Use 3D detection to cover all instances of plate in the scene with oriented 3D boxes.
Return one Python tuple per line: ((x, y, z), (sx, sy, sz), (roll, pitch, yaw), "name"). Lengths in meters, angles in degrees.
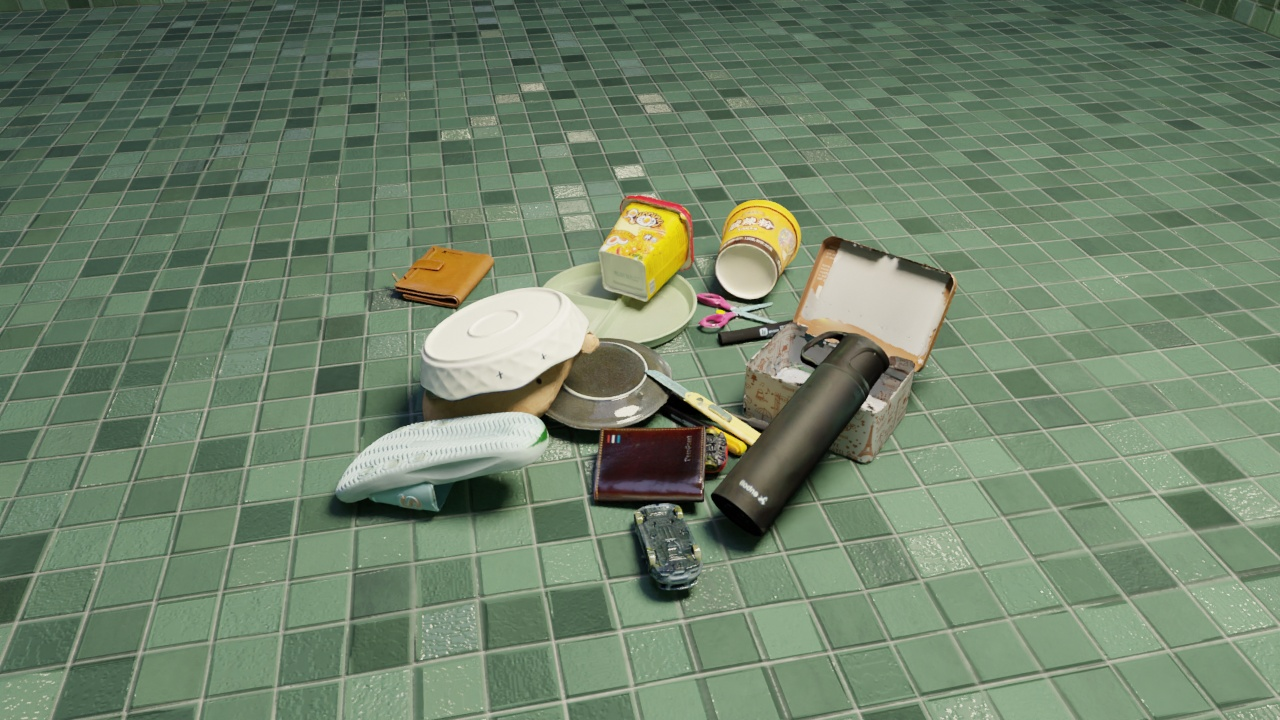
((-0.034, -0.079, 1.317), (0.230, 0.028, 0.229), (0, 36, 0), "plate")
((-0.163, -0.026, 1.067), (0.205, 0.045, 0.204), (-14, 27, 7), "plate")
((-0.048, 0.019, 1.137), (0.179, 0.024, 0.179), (0, 38, -1), "plate")

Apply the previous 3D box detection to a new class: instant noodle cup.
((0.004, -0.157, 1.318), (0.116, 0.116, 0.123), (18, 51, 22), "instant noodle cup")
((0.168, -0.159, 1.354), (0.118, 0.119, 0.114), (11, 40, 15), "instant noodle cup")

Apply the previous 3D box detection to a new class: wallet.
((-0.300, -0.129, 1.385), (0.119, 0.035, 0.130), (14, 37, 8), "wallet")
((0.012, 0.116, 1.023), (0.122, 0.020, 0.096), (-2, 54, 9), "wallet")

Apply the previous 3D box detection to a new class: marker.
((0.073, 0.082, 1.101), (0.124, 0.018, 0.015), (27, 39, 34), "marker")
((0.171, -0.040, 1.272), (0.132, 0.020, 0.022), (-10, 24, -12), "marker")

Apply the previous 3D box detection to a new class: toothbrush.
((0.059, 0.053, 1.137), (0.213, 0.027, 0.026), (16, 82, 19), "toothbrush")

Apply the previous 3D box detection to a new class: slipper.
((-0.213, 0.115, 1.003), (0.246, 0.074, 0.103), (-11, 28, 13), "slipper")

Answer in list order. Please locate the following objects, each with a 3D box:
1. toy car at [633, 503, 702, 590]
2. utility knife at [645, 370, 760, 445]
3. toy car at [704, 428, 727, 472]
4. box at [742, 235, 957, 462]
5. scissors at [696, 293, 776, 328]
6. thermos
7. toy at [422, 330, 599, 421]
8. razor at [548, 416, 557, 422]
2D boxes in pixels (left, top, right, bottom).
((0.027, 0.188, 0.940), (0.054, 0.037, 0.120), (-7, 26, -9), "toy car")
((0.091, 0.066, 1.096), (0.208, 0.021, 0.030), (29, 29, 21), "utility knife")
((0.047, 0.105, 1.053), (0.106, 0.031, 0.049), (-1, 53, 10), "toy car")
((0.258, -0.014, 1.134), (0.179, 0.133, 0.271), (22, 69, 27), "box")
((0.133, -0.073, 1.322), (0.133, 0.017, 0.131), (-15, 36, -27), "scissors")
((0.167, 0.070, 0.993), (0.090, 0.068, 0.242), (33, 71, 22), "thermos")
((-0.151, 0.032, 1.079), (0.226, 0.082, 0.143), (-13, 48, 15), "toy")
((-0.082, 0.032, 1.159), (0.043, 0.028, 0.132), (2, 40, 8), "razor")
